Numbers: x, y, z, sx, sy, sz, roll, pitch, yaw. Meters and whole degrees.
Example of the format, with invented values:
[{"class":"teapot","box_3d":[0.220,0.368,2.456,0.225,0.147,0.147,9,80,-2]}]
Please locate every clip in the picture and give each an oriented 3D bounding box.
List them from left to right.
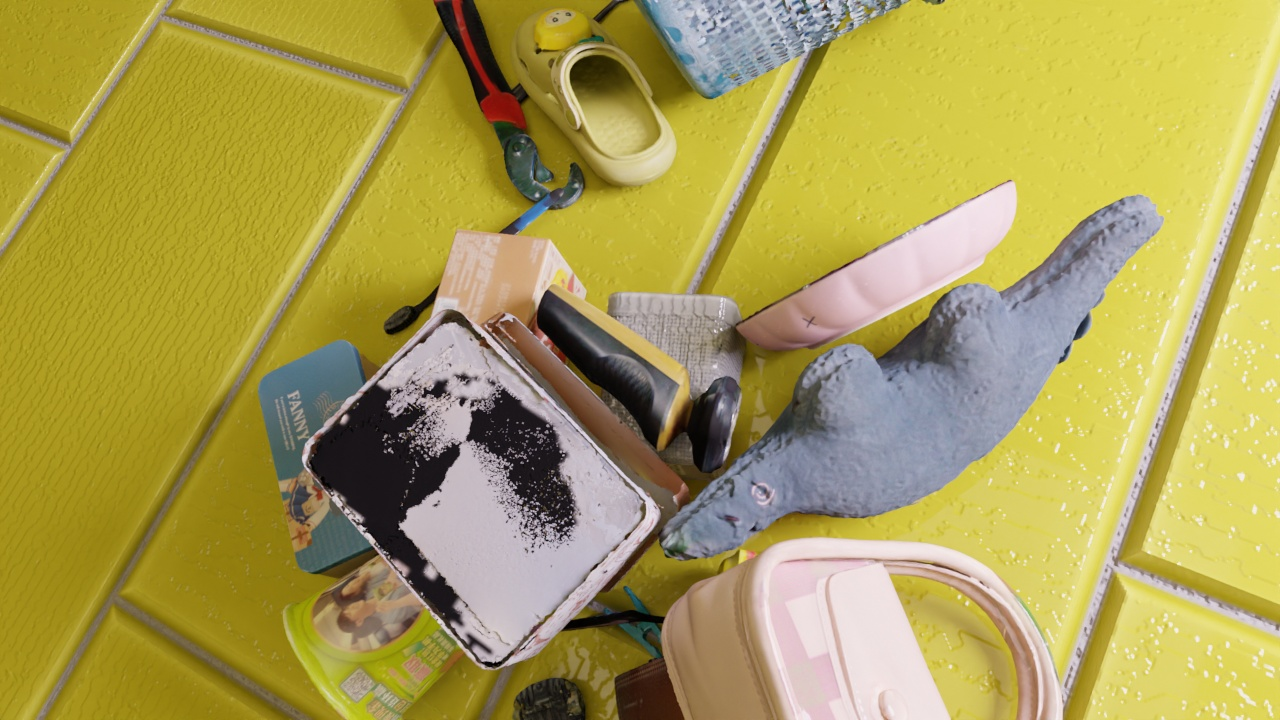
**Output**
[{"class":"clip","box_3d":[0.001,0.182,0.630,0.056,0.014,0.040,40,85,23]}]

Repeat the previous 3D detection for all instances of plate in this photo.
[{"class":"plate","box_3d":[0.155,-0.051,0.589,0.192,0.192,0.039,-28,88,3]}]

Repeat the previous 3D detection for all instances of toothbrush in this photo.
[{"class":"toothbrush","box_3d":[-0.138,-0.082,0.754,0.189,0.016,0.014,-38,73,3]},{"class":"toothbrush","box_3d":[-0.066,-0.279,0.813,0.181,0.018,0.015,-45,73,-3]},{"class":"toothbrush","box_3d":[-0.021,0.168,0.599,0.189,0.014,0.016,-18,47,37]}]

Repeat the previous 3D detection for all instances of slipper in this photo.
[{"class":"slipper","box_3d":[-0.035,-0.229,0.747,0.091,0.082,0.190,-28,70,-16]}]

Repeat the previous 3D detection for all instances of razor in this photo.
[{"class":"razor","box_3d":[-0.003,0.003,0.586,0.167,0.062,0.067,37,58,25]}]

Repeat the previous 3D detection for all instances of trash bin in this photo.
[{"class":"trash bin","box_3d":[0.089,-0.314,0.695,0.195,0.226,0.226,-32,65,15]}]

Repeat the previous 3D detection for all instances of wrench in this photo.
[{"class":"wrench","box_3d":[-0.126,-0.241,0.802,0.056,0.016,0.273,-29,72,1]}]

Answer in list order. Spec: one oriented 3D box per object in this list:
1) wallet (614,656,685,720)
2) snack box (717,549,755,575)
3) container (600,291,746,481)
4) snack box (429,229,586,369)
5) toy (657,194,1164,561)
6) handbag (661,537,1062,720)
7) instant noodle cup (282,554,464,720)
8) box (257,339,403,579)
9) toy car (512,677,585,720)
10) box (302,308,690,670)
[{"class":"wallet","box_3d":[0.023,0.228,0.555,0.032,0.125,0.101,-6,66,-28]},{"class":"snack box","box_3d":[0.084,0.172,0.581,0.080,0.082,0.091,11,73,3]},{"class":"container","box_3d":[0.022,0.021,0.644,0.090,0.090,0.114,3,74,16]},{"class":"snack box","box_3d":[-0.098,-0.034,0.689,0.077,0.094,0.092,8,72,17]},{"class":"toy","box_3d":[0.167,0.029,0.573,0.356,0.138,0.091,-33,56,-5]},{"class":"handbag","box_3d":[0.144,0.188,0.509,0.233,0.094,0.193,-7,69,-32]},{"class":"instant noodle cup","box_3d":[-0.157,0.174,0.628,0.123,0.112,0.111,-37,66,-10]},{"class":"box","box_3d":[-0.228,0.071,0.703,0.090,0.061,0.184,-27,68,3]},{"class":"toy car","box_3d":[-0.052,0.264,0.603,0.049,0.031,0.105,-20,66,7]},{"class":"box","box_3d":[-0.078,0.075,0.591,0.152,0.178,0.182,-44,76,-4]}]
